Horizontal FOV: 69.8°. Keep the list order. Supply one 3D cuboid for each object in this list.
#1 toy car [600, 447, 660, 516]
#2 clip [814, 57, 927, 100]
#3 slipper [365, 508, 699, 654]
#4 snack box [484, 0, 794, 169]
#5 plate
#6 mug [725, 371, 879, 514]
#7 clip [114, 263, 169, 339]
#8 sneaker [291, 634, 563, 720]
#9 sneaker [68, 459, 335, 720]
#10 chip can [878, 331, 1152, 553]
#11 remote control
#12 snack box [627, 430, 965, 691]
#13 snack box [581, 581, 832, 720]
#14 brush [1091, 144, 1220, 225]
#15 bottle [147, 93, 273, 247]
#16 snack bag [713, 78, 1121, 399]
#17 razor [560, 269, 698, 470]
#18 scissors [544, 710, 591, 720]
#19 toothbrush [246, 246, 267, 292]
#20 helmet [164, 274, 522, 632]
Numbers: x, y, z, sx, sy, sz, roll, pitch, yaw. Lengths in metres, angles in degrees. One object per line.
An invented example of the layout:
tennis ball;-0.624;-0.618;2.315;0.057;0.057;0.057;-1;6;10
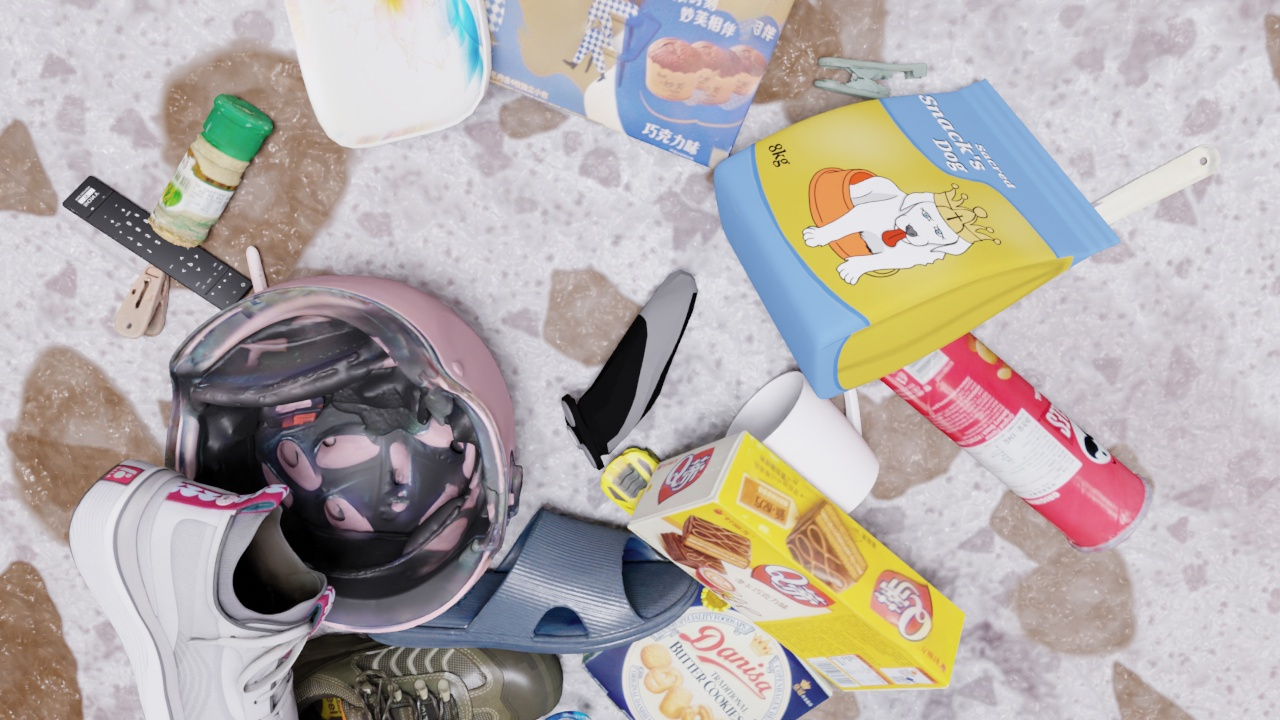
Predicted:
toy car;0.017;0.112;0.714;0.107;0.030;0.049;41;100;-9
clip;0.162;-0.202;0.638;0.078;0.023;0.049;20;101;-5
slipper;-0.090;0.161;0.689;0.264;0.101;0.082;-5;112;8
snack box;-0.010;-0.235;0.586;0.202;0.069;0.155;21;124;-4
plate;-0.169;-0.239;0.594;0.187;0.016;0.187;0;107;38
mug;0.130;0.054;0.680;0.087;0.081;0.114;42;70;-13
clip;-0.370;-0.043;0.694;0.024;0.040;0.060;23;80;-5
sneaker;-0.182;0.265;0.698;0.238;0.142;0.101;-6;103;2
sneaker;-0.247;0.180;0.585;0.129;0.096;0.263;-2;115;14
chip can;0.259;0.042;0.669;0.233;0.073;0.073;39;101;-7
remote control;-0.356;-0.085;0.680;0.140;0.009;0.030;35;68;-6
snack box;0.114;0.152;0.662;0.230;0.061;0.110;40;145;-15
snack box;0.052;0.246;0.738;0.145;0.042;0.144;-38;99;10
brush;0.316;-0.097;0.666;0.218;0.012;0.033;-28;101;6
bottle;-0.309;-0.135;0.657;0.043;0.043;0.111;36;103;-7
snack bag;0.172;-0.091;0.595;0.205;0.102;0.159;-25;62;0
razor;-0.004;0.004;0.678;0.060;0.057;0.156;36;94;-36
scissors;-0.088;0.321;0.761;0.140;0.013;0.114;-1;127;4
toothbrush;-0.273;0.002;0.702;0.018;0.015;0.181;-10;104;-3
helmet;-0.194;0.056;0.642;0.230;0.152;0.256;-7;112;6
